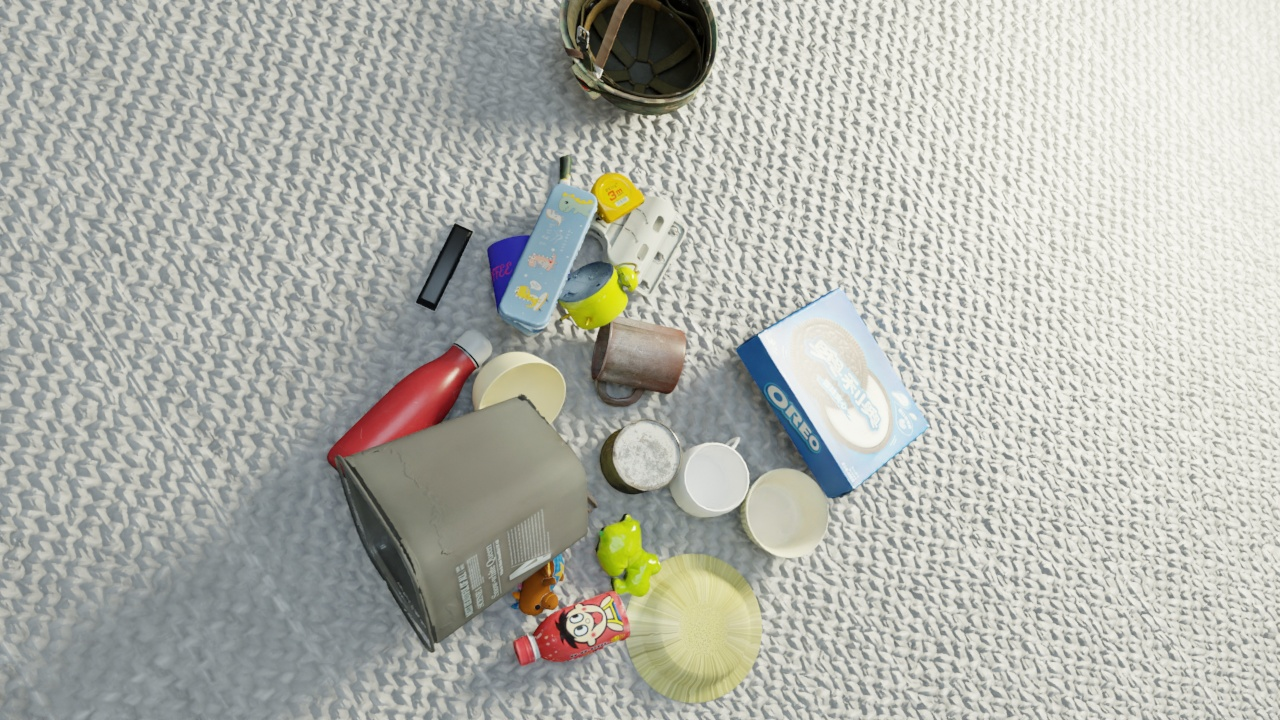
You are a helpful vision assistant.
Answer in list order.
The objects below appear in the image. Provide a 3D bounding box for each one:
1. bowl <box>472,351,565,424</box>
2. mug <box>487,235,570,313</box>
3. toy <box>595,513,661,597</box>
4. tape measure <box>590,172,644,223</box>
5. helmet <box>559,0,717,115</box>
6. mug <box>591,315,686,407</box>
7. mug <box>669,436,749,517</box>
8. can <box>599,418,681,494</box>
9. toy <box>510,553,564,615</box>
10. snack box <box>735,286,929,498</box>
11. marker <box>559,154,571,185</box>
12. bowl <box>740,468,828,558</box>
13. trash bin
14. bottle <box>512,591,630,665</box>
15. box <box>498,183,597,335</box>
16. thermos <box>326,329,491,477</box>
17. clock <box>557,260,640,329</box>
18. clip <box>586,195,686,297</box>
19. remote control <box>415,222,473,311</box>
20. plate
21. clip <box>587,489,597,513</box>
[{"bbox_3d":[-0.163,0.034,1.148,0.117,0.118,0.074,-27,43,-19],"label":"bowl"},{"bbox_3d":[-0.140,-0.109,1.196,0.111,0.079,0.083,-3,77,-39],"label":"mug"},{"bbox_3d":[-0.017,0.248,1.163,0.093,0.036,0.094,30,75,-10],"label":"toy"},{"bbox_3d":[-0.038,-0.216,1.210,0.068,0.030,0.059,-36,86,-23],"label":"tape measure"},{"bbox_3d":[-0.006,-0.434,1.218,0.224,0.236,0.192,42,85,-6],"label":"helmet"},{"bbox_3d":[-0.007,0.007,1.202,0.110,0.096,0.123,14,110,-8],"label":"mug"},{"bbox_3d":[0.094,0.148,1.197,0.094,0.068,0.115,37,71,-4],"label":"mug"},{"bbox_3d":[-0.001,0.124,1.175,0.089,0.075,0.089,3,78,-15],"label":"can"},{"bbox_3d":[-0.144,0.263,1.128,0.103,0.070,0.090,13,87,12],"label":"toy"},{"bbox_3d":[0.264,0.039,1.244,0.195,0.056,0.239,-29,84,-38],"label":"snack box"},{"bbox_3d":[-0.105,-0.211,1.255,0.017,0.017,0.146,5,76,-14],"label":"marker"},{"bbox_3d":[0.183,0.203,1.211,0.115,0.063,0.115,3,76,-14],"label":"bowl"},{"bbox_3d":[-0.192,0.169,1.042,0.219,0.198,0.197,-26,51,-26],"label":"trash bin"},{"bbox_3d":[-0.085,0.330,1.112,0.137,0.062,0.062,-16,82,-19],"label":"bottle"},{"bbox_3d":[-0.112,-0.132,1.139,0.067,0.052,0.209,30,61,-19],"label":"box"},{"bbox_3d":[-0.273,0.055,1.120,0.073,0.073,0.239,43,70,-2],"label":"thermos"},{"bbox_3d":[-0.052,-0.091,1.168,0.118,0.083,0.057,-46,124,-23],"label":"clock"},{"bbox_3d":[-0.016,-0.175,1.244,0.150,0.089,0.125,34,68,-16],"label":"clip"},{"bbox_3d":[-0.255,-0.124,1.198,0.028,0.012,0.124,24,72,-8],"label":"remote control"},{"bbox_3d":[0.075,0.339,1.165,0.184,0.036,0.184,3,77,-14],"label":"plate"},{"bbox_3d":[-0.082,0.171,1.170,0.049,0.026,0.061,-8,78,-15],"label":"clip"}]
